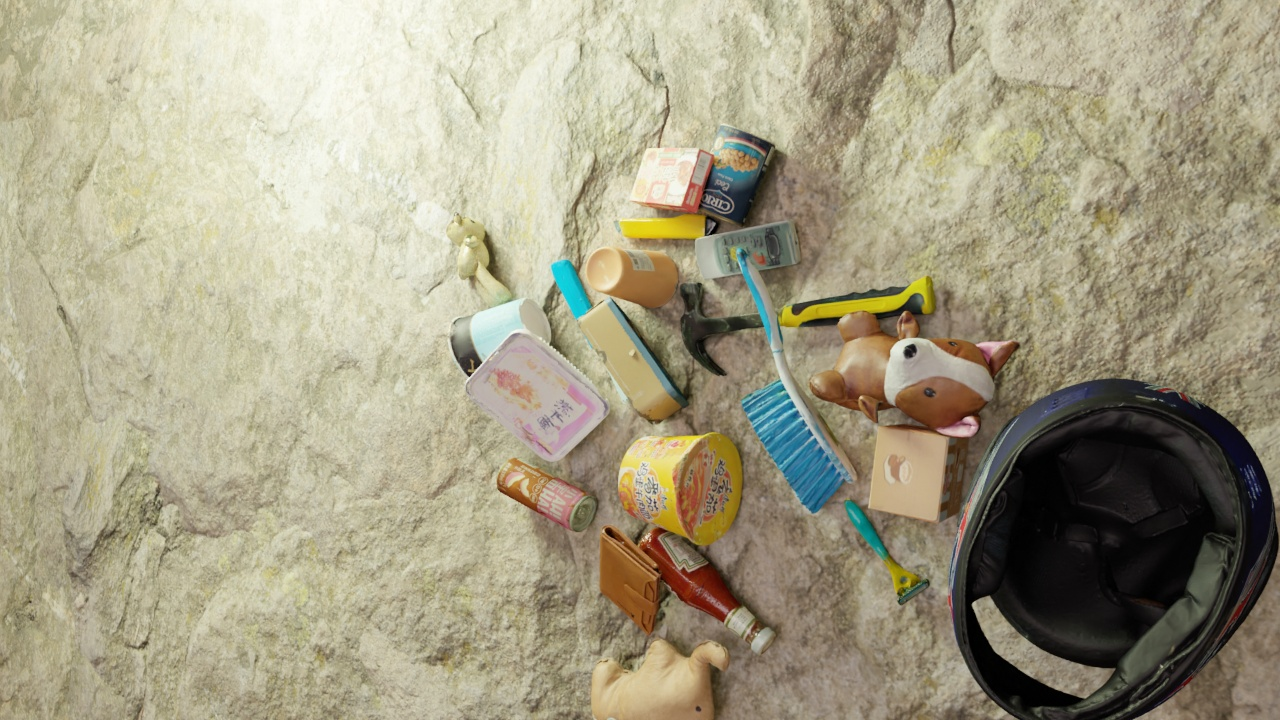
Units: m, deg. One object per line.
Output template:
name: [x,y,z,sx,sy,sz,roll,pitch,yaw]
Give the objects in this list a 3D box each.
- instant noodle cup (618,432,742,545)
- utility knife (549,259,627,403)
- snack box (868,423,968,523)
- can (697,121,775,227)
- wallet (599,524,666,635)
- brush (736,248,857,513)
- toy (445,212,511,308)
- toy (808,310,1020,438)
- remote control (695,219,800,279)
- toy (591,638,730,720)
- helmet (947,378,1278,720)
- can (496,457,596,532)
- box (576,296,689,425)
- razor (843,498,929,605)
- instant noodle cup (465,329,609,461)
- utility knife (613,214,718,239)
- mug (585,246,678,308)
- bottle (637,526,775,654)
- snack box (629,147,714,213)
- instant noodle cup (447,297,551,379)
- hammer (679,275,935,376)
instant noodle cup: [0.047,0.154,1.154,0.110,0.137,0.138,5,91,40]
utility knife: [-0.069,-0.044,1.291,0.034,0.018,0.236,-35,70,24]
snack box: [0.307,0.121,1.009,0.077,0.094,0.093,8,93,32]
can: [0.115,-0.233,1.149,0.075,0.075,0.111,28,103,29]
wallet: [-0.014,0.289,1.204,0.108,0.031,0.132,37,143,30]
brush: [0.163,0.024,1.100,0.110,0.060,0.314,-35,85,19]
toy: [-0.243,-0.150,1.384,0.157,0.066,0.105,61,159,14]
toy: [0.291,0.011,0.989,0.200,0.130,0.140,18,77,42]
remote control: [0.134,-0.139,1.160,0.135,0.019,0.056,-7,102,31]
toy: [0.036,0.431,1.179,0.226,0.082,0.143,-28,85,26]
helmet: [0.421,0.175,0.846,0.247,0.240,0.315,27,92,28]
can: [-0.135,0.189,1.304,0.147,0.057,0.058,22,100,31]
box: [-0.007,0.007,1.206,0.061,0.090,0.184,-38,71,4]
razor: [0.277,0.216,1.064,0.043,0.028,0.132,-36,73,2]
instant noodle cup: [-0.138,0.040,1.273,0.173,0.060,0.138,41,114,-13]
utility knife: [0.032,-0.180,1.234,0.164,0.015,0.033,6,93,32]
mug: [-0.014,-0.112,1.198,0.078,0.122,0.078,-1,88,31]
bottle: [0.083,0.293,1.167,0.206,0.059,0.060,37,107,26]
snack box: [0.038,-0.233,1.179,0.153,0.025,0.075,26,98,62]
instant noodle cup: [-0.199,-0.034,1.327,0.121,0.111,0.111,-22,77,23]
hammer: [0.194,-0.053,1.121,0.324,0.031,0.126,-6,86,31]
